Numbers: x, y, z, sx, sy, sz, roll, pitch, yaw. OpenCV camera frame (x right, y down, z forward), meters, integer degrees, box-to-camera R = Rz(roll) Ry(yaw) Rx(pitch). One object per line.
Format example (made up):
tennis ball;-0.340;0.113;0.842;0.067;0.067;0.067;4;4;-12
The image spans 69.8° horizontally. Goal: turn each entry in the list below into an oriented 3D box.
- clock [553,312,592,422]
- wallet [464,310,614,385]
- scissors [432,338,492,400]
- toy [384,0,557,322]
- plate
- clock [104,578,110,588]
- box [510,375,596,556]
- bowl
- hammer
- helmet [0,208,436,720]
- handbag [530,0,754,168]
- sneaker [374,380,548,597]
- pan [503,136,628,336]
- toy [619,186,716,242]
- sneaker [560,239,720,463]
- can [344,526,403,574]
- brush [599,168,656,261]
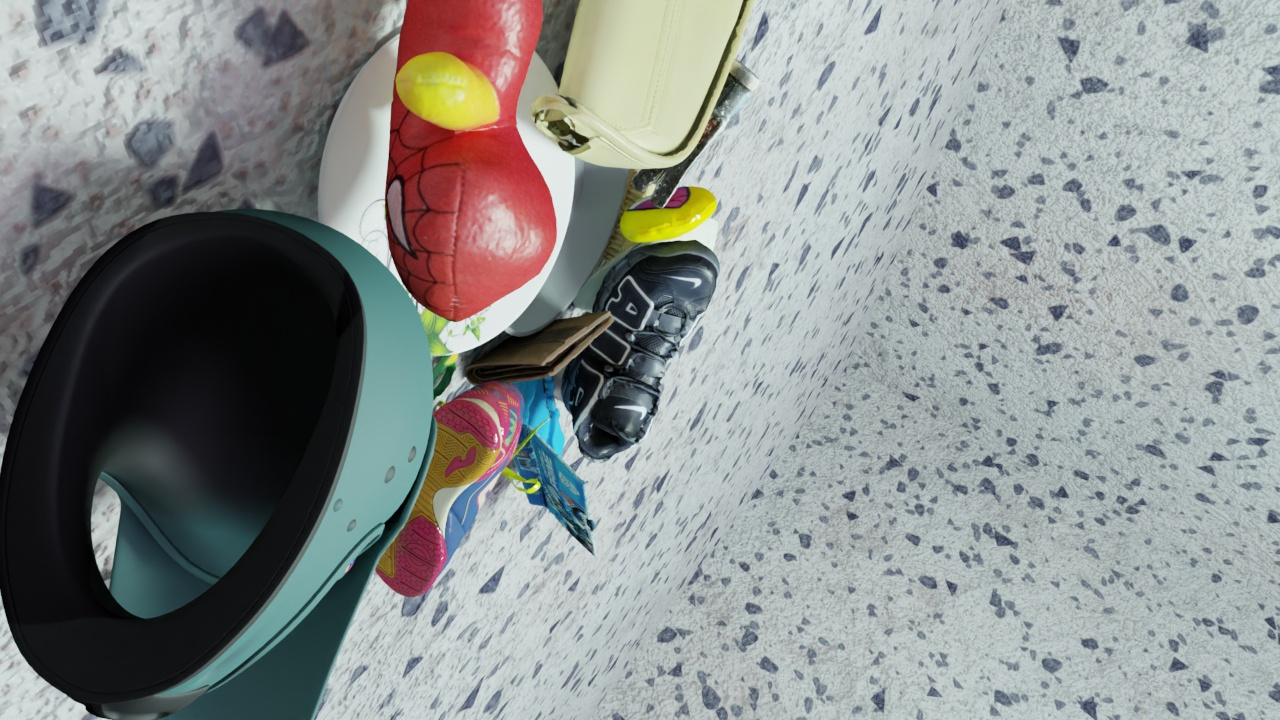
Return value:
clock;-0.039;-0.001;1.069;0.157;0.059;0.117;-40;152;-58
wallet;-0.094;-0.012;0.847;0.098;0.121;0.027;-42;114;-41
scissors;-0.159;-0.022;0.796;0.125;0.011;0.130;-59;164;-17
toy;-0.098;-0.128;0.509;0.147;0.099;0.216;-90;178;-74
plate;-0.131;-0.117;0.635;0.228;0.030;0.230;-30;129;-46
clock;-0.307;0.168;0.621;0.119;0.061;0.160;-40;156;-46
box;-0.103;0.109;0.980;0.070;0.170;0.244;-16;153;-8
bowl;0.019;-0.079;0.979;0.176;0.058;0.177;-28;171;-5
hammer;0.072;-0.237;0.898;0.141;0.036;0.325;-48;-175;23
helmet;-0.207;0.063;0.479;0.200;0.176;0.274;116;-13;-73
handbag;0.000;-0.251;0.685;0.190;0.089;0.232;17;87;-58
sneaker;-0.169;0.121;0.842;0.242;0.116;0.090;-57;176;28
pan;-0.032;-0.179;0.816;0.356;0.051;0.201;-58;163;-13
toy;0.026;-0.136;0.857;0.095;0.094;0.041;-26;110;-18
sneaker;-0.005;0.005;0.884;0.253;0.097;0.150;-56;-156;36
can;-0.248;0.148;0.768;0.099;0.054;0.059;-53;164;-17
brush;-0.015;-0.150;0.932;0.049;0.039;0.117;-29;149;-59
